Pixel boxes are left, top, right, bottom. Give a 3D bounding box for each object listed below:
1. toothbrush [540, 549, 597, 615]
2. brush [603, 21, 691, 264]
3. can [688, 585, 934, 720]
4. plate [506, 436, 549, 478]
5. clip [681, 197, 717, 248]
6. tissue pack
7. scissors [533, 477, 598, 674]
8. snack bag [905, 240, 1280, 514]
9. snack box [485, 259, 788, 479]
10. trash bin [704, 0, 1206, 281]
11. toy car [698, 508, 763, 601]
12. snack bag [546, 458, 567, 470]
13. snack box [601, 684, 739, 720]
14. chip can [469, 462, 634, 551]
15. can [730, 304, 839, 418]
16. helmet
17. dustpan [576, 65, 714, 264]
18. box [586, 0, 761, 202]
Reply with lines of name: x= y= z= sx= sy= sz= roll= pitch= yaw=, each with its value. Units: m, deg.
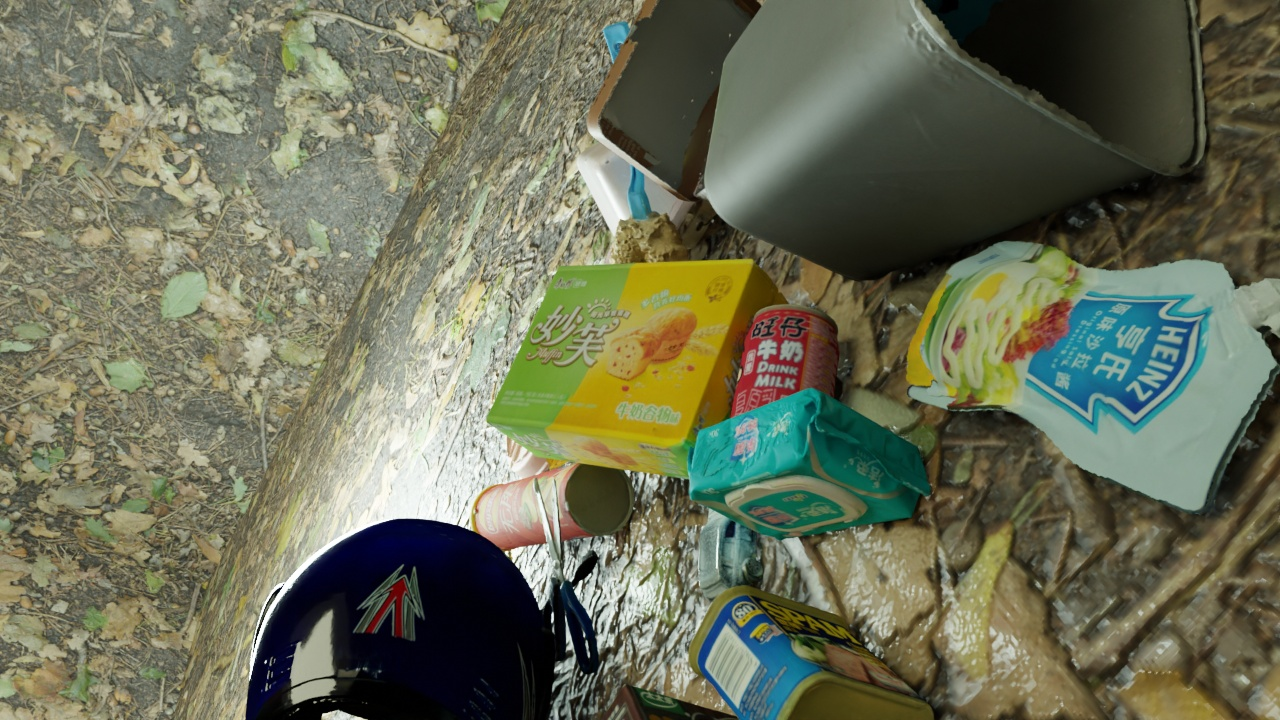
toothbrush: x=-0.092 y=0.238 z=0.864 sx=0.189 sy=0.014 sz=0.016 roll=-52 pitch=21 yaw=26
brush: x=-0.002 y=-0.167 z=0.814 sx=0.083 sy=0.045 sz=0.255 roll=0 pitch=102 yaw=38
can: x=0.089 y=0.169 z=0.476 sx=0.057 sy=0.102 sz=0.083 roll=-63 pitch=28 yaw=4
plate: x=-0.101 y=0.022 z=1.018 sx=0.230 sy=0.028 sz=0.229 roll=-57 pitch=21 yaw=36
clip: x=0.069 y=-0.153 z=0.882 sx=0.100 sy=0.034 sz=0.071 roll=-46 pitch=31 yaw=51
tissue pack: x=0.098 y=0.067 z=0.556 sx=0.134 sy=0.093 sz=0.050 roll=-29 pitch=39 yaw=52
scissors: x=-0.066 y=0.189 z=0.781 sx=0.156 sy=0.012 sz=0.166 roll=45 pitch=134 yaw=46
snack bag: x=0.217 y=-0.005 z=0.458 sx=0.110 sy=0.039 sz=0.191 roll=-55 pitch=26 yaw=-3
snack box: x=-0.004 y=0.004 z=0.726 sx=0.210 sy=0.070 sz=0.157 roll=3 pitch=62 yaw=40
trash bin: x=0.163 y=-0.168 z=0.537 sx=0.220 sy=0.199 sz=0.198 roll=-32 pitch=43 yaw=59
toy car: x=0.061 y=0.126 z=0.646 sx=0.043 sy=0.034 sz=0.090 roll=-40 pitch=33 yaw=47
snack bag: x=-0.004 y=0.016 z=0.812 sx=0.208 sy=0.073 sz=0.128 roll=-29 pitch=40 yaw=28
snack box: x=0.035 y=0.235 z=0.504 sx=0.053 sy=0.113 sz=0.125 roll=-59 pitch=26 yaw=11
chip can: x=-0.090 y=0.141 z=0.880 sx=0.217 sy=0.073 sz=0.073 roll=-24 pitch=48 yaw=54
can: x=0.100 y=0.016 z=0.628 sx=0.067 sy=0.066 sz=0.093 roll=-23 pitch=48 yaw=55
helmet: x=-0.201 y=0.283 z=0.791 sx=0.239 sy=0.247 sz=0.316 roll=-83 pitch=4 yaw=-60
dustpan: x=0.042 y=-0.191 z=0.942 sx=0.273 sy=0.139 sz=0.222 roll=-32 pitch=17 yaw=1
box: x=0.069 y=-0.227 z=0.736 sx=0.155 sy=0.187 sz=0.182 roll=-179 pitch=112 yaw=-80
